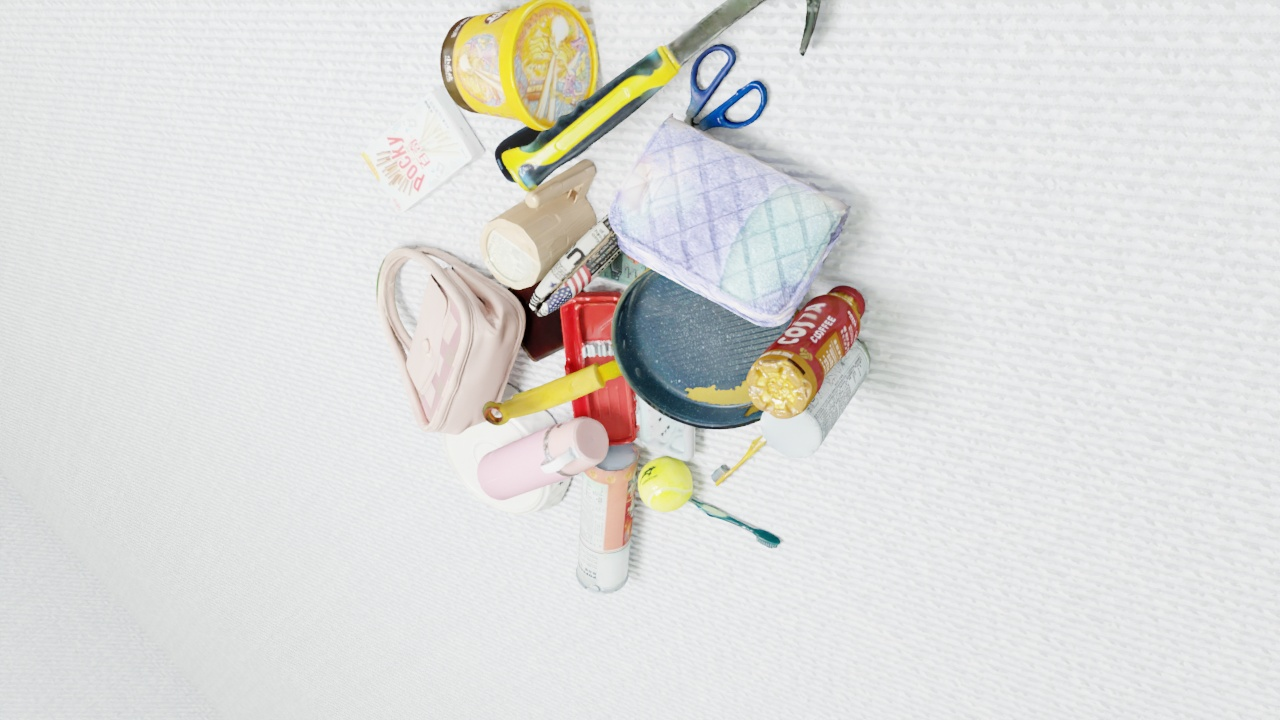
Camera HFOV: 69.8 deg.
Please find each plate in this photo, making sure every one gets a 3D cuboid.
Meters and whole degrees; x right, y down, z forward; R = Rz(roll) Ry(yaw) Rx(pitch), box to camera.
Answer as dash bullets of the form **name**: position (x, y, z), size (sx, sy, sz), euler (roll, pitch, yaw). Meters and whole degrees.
- **plate**: position (-0.187, 0.125, 1.233), size (0.205, 0.045, 0.205), euler (17, 125, 25)

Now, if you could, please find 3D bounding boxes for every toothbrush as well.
- **toothbrush**: position (0.129, 0.087, 1.012), size (0.018, 0.016, 0.192), euler (48, 134, 11)
- **toothbrush**: position (0.080, 0.182, 1.106), size (0.192, 0.016, 0.018), euler (22, 139, 21)

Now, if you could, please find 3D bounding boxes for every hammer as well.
- **hammer**: position (0.013, -0.249, 0.797), size (0.324, 0.031, 0.126), euler (-33, 99, 22)

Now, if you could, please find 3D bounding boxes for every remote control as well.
- **remote control**: position (-0.109, -0.224, 0.971), size (0.137, 0.024, 0.053), euler (-15, 108, 40)
- **remote control**: position (0.011, -0.097, 0.972), size (0.135, 0.019, 0.056), euler (21, 127, 23)

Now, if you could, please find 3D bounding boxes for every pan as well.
- **pan**: position (-0.006, 0.006, 0.955), size (0.358, 0.078, 0.198), euler (-14, 114, 25)

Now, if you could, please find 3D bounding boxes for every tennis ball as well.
- **tennis ball**: position (0.029, 0.146, 1.083), size (0.065, 0.065, 0.066), euler (17, 126, 25)

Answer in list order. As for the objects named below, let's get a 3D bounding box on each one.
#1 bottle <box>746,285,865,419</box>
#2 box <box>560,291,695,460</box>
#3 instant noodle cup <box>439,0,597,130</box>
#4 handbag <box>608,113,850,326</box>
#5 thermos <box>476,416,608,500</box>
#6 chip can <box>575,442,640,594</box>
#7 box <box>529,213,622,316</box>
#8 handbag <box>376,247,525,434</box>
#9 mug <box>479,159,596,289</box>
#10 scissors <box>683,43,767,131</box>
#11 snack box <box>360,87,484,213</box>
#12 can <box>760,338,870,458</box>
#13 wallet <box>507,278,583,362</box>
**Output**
- **bottle**: position (0.154, -0.015, 0.819), size (0.057, 0.174, 0.058), euler (17, 127, 25)
- **box**: position (-0.010, 0.018, 1.041), size (0.161, 0.058, 0.201), euler (7, 123, 18)
- **instant noodle cup**: position (-0.121, -0.284, 0.885), size (0.115, 0.118, 0.118), euler (15, 126, 37)
- **handbag**: position (0.076, -0.125, 0.835), size (0.194, 0.134, 0.075), euler (31, 175, 10)
- **thermos**: position (-0.123, 0.122, 1.090), size (0.199, 0.087, 0.067), euler (-23, 101, 46)
- **chip can**: position (-0.044, 0.197, 1.161), size (0.071, 0.071, 0.215), euler (21, 128, 22)
- **box**: position (-0.053, -0.109, 0.935), size (0.164, 0.068, 0.052), euler (-45, 80, 5)
- **handbag**: position (-0.256, -0.044, 1.136), size (0.234, 0.093, 0.194), euler (46, 127, 28)
- **mug**: position (-0.101, -0.144, 0.962), size (0.084, 0.103, 0.125), euler (39, 133, 8)
- **scissors**: position (0.056, -0.217, 0.871), size (0.133, 0.012, 0.173), euler (27, 132, 18)
- **snack box**: position (-0.253, -0.239, 1.060), size (0.157, 0.026, 0.085), euler (-23, 103, 41)
- **can**: position (0.166, 0.030, 0.859), size (0.058, 0.146, 0.058), euler (18, 127, 25)
- **wallet**: position (-0.109, -0.058, 1.082), size (0.123, 0.020, 0.096), euler (-25, 102, 40)
